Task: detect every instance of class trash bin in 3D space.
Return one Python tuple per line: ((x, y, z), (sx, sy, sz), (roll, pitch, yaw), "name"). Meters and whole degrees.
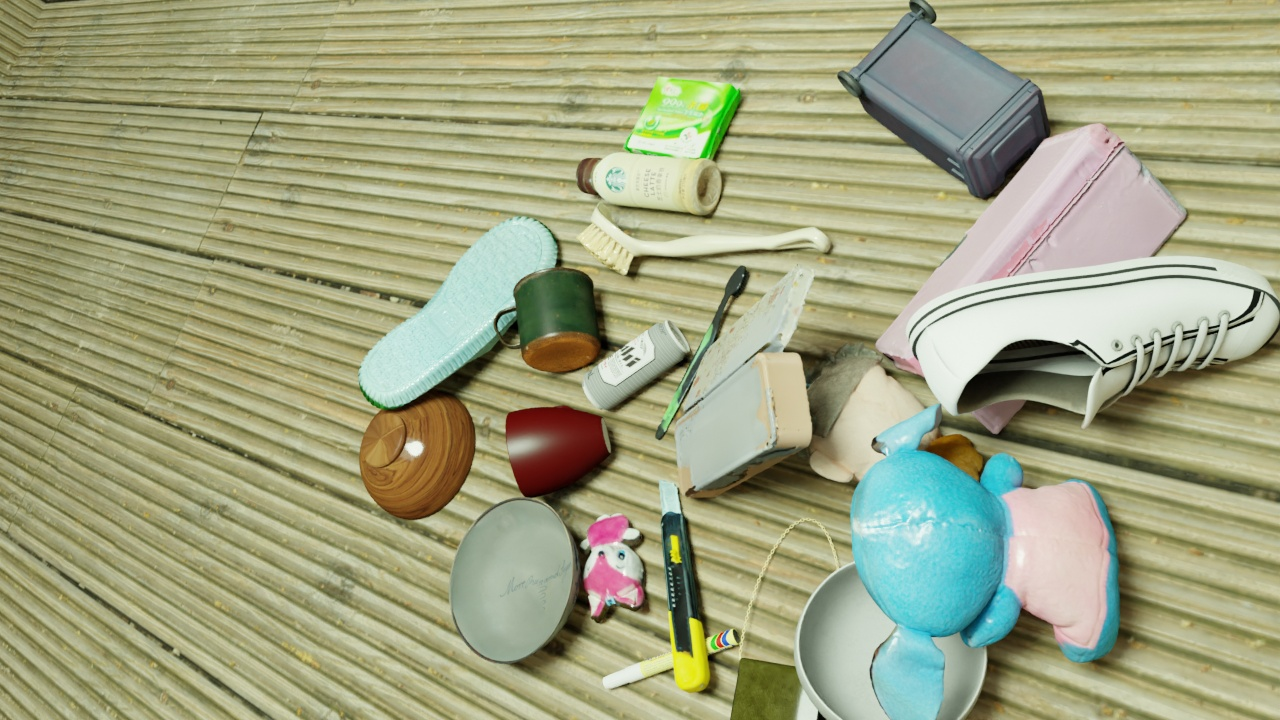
((0.267, -0.225, 0.801), (0.094, 0.092, 0.161), (-45, 55, 8), "trash bin")

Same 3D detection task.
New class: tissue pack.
((0.045, -0.254, 0.986), (0.114, 0.034, 0.099), (18, 79, 33), "tissue pack")

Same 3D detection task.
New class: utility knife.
((0.034, 0.191, 0.809), (0.029, 0.020, 0.197), (-23, 51, 20), "utility knife")

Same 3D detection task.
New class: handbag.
((0.125, 0.218, 0.752), (0.084, 0.027, 0.177), (-1, 65, 31), "handbag")

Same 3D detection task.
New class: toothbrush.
((0.060, -0.007, 0.889), (0.014, 0.017, 0.188), (26, 88, 40), "toothbrush")

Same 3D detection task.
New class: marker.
((0.025, 0.260, 0.796), (0.132, 0.014, 0.014), (-26, 59, 20), "marker")

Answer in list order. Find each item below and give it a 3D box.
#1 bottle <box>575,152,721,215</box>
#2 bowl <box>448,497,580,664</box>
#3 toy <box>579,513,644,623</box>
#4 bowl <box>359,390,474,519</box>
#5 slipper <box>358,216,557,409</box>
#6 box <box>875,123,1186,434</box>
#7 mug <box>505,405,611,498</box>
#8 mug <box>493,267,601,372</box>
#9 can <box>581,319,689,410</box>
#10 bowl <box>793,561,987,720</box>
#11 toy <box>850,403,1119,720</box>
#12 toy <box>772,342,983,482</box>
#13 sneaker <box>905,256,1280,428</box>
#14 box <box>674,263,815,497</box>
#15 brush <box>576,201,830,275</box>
((0.004, -0.189, 0.969), (0.162, 0.056, 0.056), (13, 78, 35), "bottle")
((-0.108, 0.210, 0.870), (0.151, 0.056, 0.150), (-13, 64, 29), "bowl")
((-0.031, 0.185, 0.843), (0.066, 0.050, 0.102), (-23, 55, 27), "toy")
((-0.260, 0.095, 1.004), (0.148, 0.069, 0.147), (-12, 64, 27), "bowl")
((-0.194, -0.045, 1.023), (0.276, 0.069, 0.116), (-44, 57, -8), "slipper")
((0.313, -0.061, 0.740), (0.115, 0.099, 0.232), (39, 92, -6), "box")
((-0.077, 0.076, 0.906), (0.088, 0.087, 0.113), (-13, 30, 4), "mug")
((-0.098, -0.036, 0.947), (0.111, 0.085, 0.081), (-14, 64, 9), "mug")
((-0.005, 0.005, 0.902), (0.107, 0.044, 0.044), (-35, 56, 15), "can")
((0.182, 0.218, 0.678), (0.132, 0.064, 0.131), (-4, 59, 7), "bowl")
((0.235, 0.141, 0.629), (0.191, 0.099, 0.223), (10, 66, -2), "toy")
((0.191, 0.057, 0.745), (0.176, 0.076, 0.132), (31, 59, 25), "toy")
((0.318, -0.003, 0.631), (0.245, 0.091, 0.097), (-3, 50, 2), "sneaker")
((0.083, 0.025, 0.762), (0.063, 0.217, 0.156), (20, 67, -9), "box")
((0.056, -0.118, 0.915), (0.273, 0.062, 0.077), (6, 90, 29), "brush")
